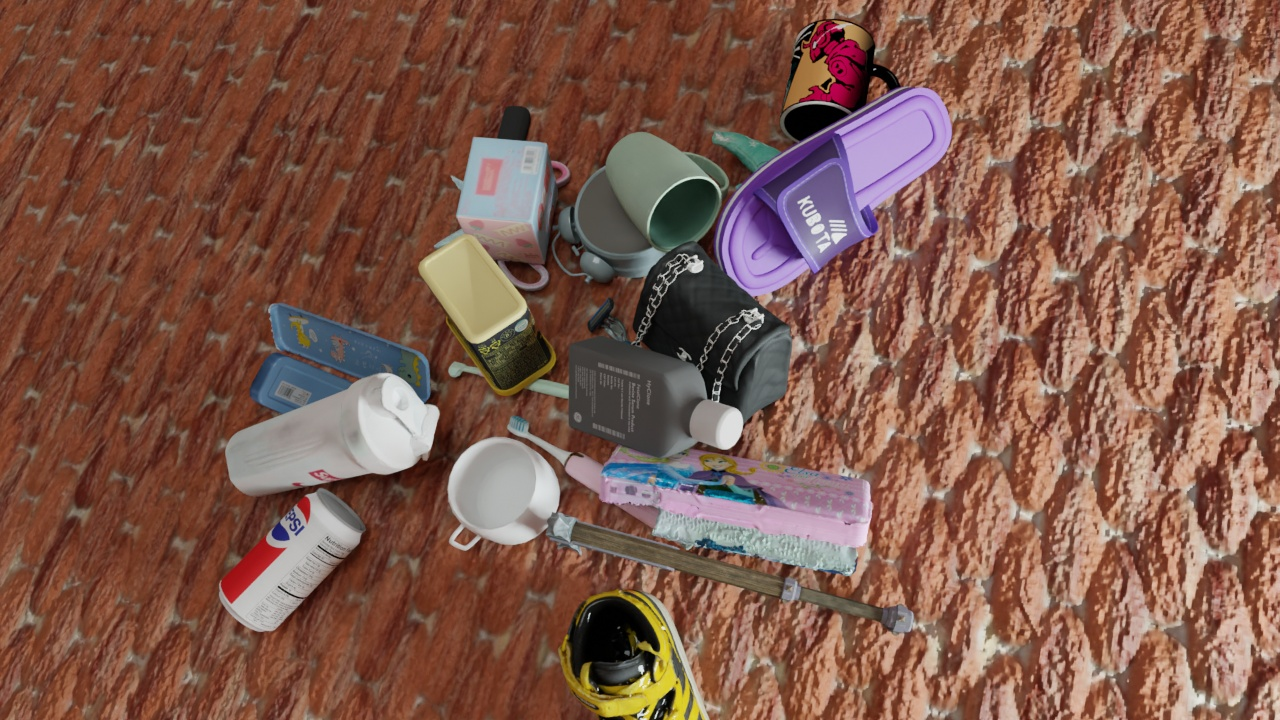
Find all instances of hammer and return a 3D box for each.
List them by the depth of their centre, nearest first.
[{"bbox_3d":[0.073,0.180,0.777,0.317,0.147,0.028,13,73,8],"label":"hammer"}]

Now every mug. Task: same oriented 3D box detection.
[{"bbox_3d":[-0.134,0.132,0.864,0.094,0.068,0.115,38,82,24],"label":"mug"},{"bbox_3d":[0.030,-0.171,0.890,0.111,0.084,0.104,-17,49,-24],"label":"mug"},{"bbox_3d":[0.207,-0.275,0.932,0.118,0.082,0.098,14,72,-3],"label":"mug"}]

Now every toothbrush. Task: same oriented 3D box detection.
[{"bbox_3d":[-0.041,0.111,0.871,0.223,0.027,0.027,29,112,22],"label":"toothbrush"},{"bbox_3d":[-0.124,0.022,0.933,0.155,0.015,0.022,11,41,17],"label":"toothbrush"}]

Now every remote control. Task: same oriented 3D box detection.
[{"bbox_3d":[-0.155,-0.221,1.033,0.033,0.015,0.146,5,71,16],"label":"remote control"}]

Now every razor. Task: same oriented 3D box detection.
[{"bbox_3d":[-0.005,0.005,0.908,0.042,0.022,0.144,-47,64,35],"label":"razor"}]

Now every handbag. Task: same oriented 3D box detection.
[{"bbox_3d":[0.052,-0.020,0.833,0.114,0.125,0.153,-29,61,-24],"label":"handbag"}]

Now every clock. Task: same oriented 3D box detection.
[{"bbox_3d":[-0.018,-0.143,0.953,0.159,0.045,0.122,-31,65,-1],"label":"clock"}]

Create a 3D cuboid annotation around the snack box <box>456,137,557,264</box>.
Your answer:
[{"bbox_3d":[-0.134,-0.162,0.939,0.079,0.095,0.092,6,71,5],"label":"snack box"}]

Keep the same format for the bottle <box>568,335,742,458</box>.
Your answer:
[{"bbox_3d":[0.011,0.038,0.813,0.174,0.046,0.084,17,113,39],"label":"bottle"}]

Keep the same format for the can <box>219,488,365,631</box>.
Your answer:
[{"bbox_3d":[-0.337,0.193,0.891,0.132,0.070,0.070,-46,66,-6],"label":"can"}]

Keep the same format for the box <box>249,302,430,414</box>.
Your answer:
[{"bbox_3d":[-0.315,0.019,0.970,0.209,0.043,0.125,19,96,20],"label":"box"}]

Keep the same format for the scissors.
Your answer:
[{"bbox_3d":[-0.139,-0.148,0.991,0.170,0.013,0.177,-29,73,-10],"label":"scissors"}]

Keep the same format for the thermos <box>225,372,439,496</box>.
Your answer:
[{"bbox_3d":[-0.301,0.077,0.899,0.221,0.099,0.099,-16,65,25],"label":"thermos"}]

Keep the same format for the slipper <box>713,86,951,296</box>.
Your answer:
[{"bbox_3d":[0.193,-0.159,0.859,0.266,0.107,0.084,-36,26,-5],"label":"slipper"}]

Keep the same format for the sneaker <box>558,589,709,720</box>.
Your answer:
[{"bbox_3d":[0.005,0.295,0.737,0.086,0.122,0.238,-21,65,7],"label":"sneaker"}]

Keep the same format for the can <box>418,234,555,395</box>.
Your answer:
[{"bbox_3d":[-0.153,-0.046,0.908,0.072,0.101,0.130,-34,59,-10],"label":"can"}]

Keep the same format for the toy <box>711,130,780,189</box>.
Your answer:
[{"bbox_3d":[0.121,-0.193,0.923,0.085,0.033,0.105,7,43,-24],"label":"toy"}]

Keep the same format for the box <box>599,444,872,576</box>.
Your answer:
[{"bbox_3d":[0.082,0.129,0.808,0.230,0.084,0.071,9,111,13],"label":"box"}]
